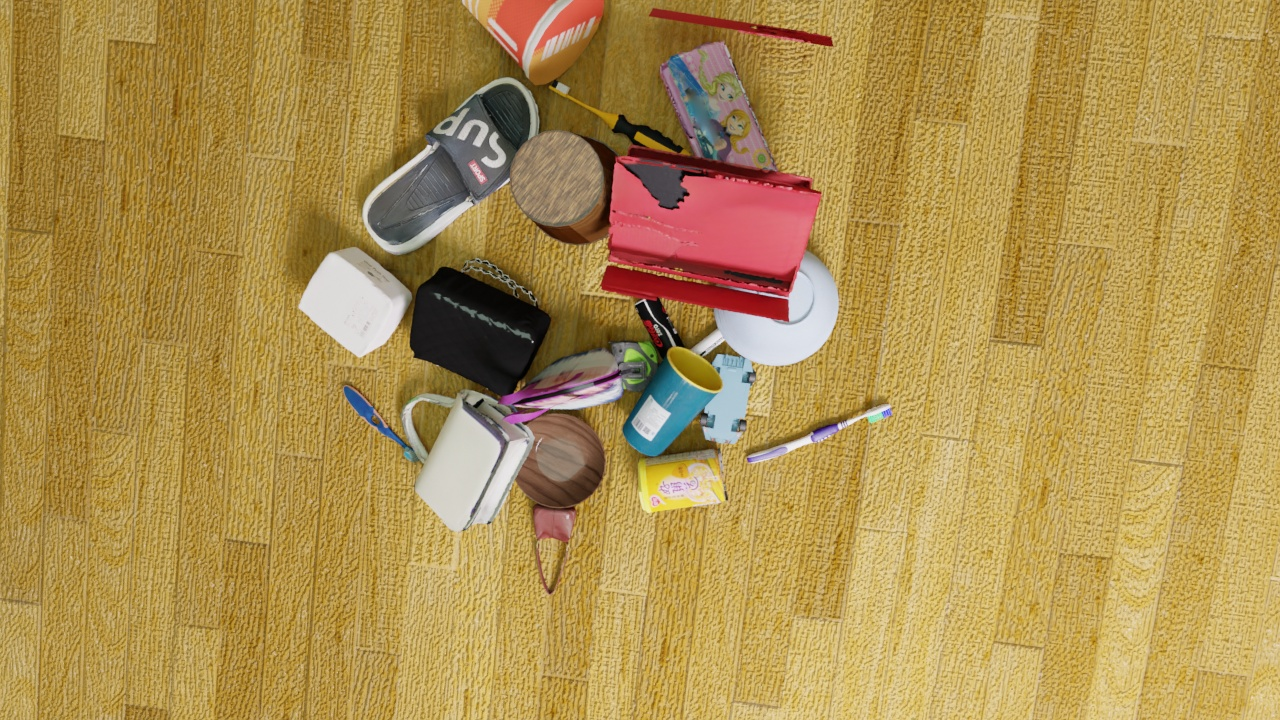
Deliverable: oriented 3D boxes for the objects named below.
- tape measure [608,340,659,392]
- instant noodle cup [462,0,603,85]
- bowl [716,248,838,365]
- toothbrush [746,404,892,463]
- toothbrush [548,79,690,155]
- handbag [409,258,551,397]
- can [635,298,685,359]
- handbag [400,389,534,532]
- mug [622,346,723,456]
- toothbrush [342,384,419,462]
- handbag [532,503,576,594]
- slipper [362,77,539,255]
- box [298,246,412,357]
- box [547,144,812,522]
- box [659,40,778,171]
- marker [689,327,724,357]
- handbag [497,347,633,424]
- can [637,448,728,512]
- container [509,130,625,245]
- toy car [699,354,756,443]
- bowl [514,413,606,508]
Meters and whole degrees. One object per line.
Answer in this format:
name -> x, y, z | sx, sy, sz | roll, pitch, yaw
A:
tape measure -> -0.007, 0.007, 1.126 | 0.059, 0.036, 0.065 | -6, 95, 4
instant noodle cup -> -0.129, -0.406, 1.053 | 0.121, 0.123, 0.123 | 42, 97, 6
bowl -> 0.164, -0.070, 1.073 | 0.150, 0.075, 0.150 | 0, 87, -1
toothbrush -> 0.220, 0.092, 1.130 | 0.187, 0.015, 0.016 | -22, 99, 7
toothbrush -> -0.024, -0.283, 1.100 | 0.197, 0.031, 0.031 | 30, 111, 4
handbag -> -0.195, -0.038, 1.124 | 0.153, 0.114, 0.125 | 23, 121, -2
can -> 0.024, -0.040, 1.121 | 0.031, 0.031, 0.080 | -28, 94, 7
handbag -> -0.226, 0.103, 1.135 | 0.176, 0.073, 0.151 | 36, 110, 24
mug -> 0.033, 0.054, 1.100 | 0.078, 0.078, 0.122 | 36, 115, 0
toothbrush -> -0.332, 0.081, 1.169 | 0.021, 0.017, 0.135 | -44, 92, 9
handbag -> -0.113, 0.242, 1.168 | 0.055, 0.029, 0.120 | 6, 102, 6
slipper -> -0.229, -0.231, 1.105 | 0.264, 0.063, 0.111 | -37, 93, 10
box -> -0.341, -0.077, 1.143 | 0.108, 0.101, 0.103 | 40, 115, 5
box -> 0.052, -0.037, 0.936 | 0.213, 0.128, 0.424 | 11, 59, 1
box -> 0.102, -0.257, 1.075 | 0.085, 0.063, 0.230 | -23, 94, 7
marker -> 0.087, -0.021, 1.126 | 0.133, 0.017, 0.020 | -38, 129, 7
handbag -> -0.100, 0.037, 1.062 | 0.145, 0.169, 0.068 | -13, 94, 29
can -> 0.051, 0.147, 1.122 | 0.105, 0.067, 0.067 | -8, 96, 5
container -> -0.082, -0.199, 1.043 | 0.132, 0.167, 0.132 | 0, 96, 4
toy car -> 0.106, 0.047, 1.126 | 0.060, 0.027, 0.108 | 9, 95, 3
bowl -> -0.101, 0.123, 1.148 | 0.119, 0.032, 0.119 | 1, 97, 4
